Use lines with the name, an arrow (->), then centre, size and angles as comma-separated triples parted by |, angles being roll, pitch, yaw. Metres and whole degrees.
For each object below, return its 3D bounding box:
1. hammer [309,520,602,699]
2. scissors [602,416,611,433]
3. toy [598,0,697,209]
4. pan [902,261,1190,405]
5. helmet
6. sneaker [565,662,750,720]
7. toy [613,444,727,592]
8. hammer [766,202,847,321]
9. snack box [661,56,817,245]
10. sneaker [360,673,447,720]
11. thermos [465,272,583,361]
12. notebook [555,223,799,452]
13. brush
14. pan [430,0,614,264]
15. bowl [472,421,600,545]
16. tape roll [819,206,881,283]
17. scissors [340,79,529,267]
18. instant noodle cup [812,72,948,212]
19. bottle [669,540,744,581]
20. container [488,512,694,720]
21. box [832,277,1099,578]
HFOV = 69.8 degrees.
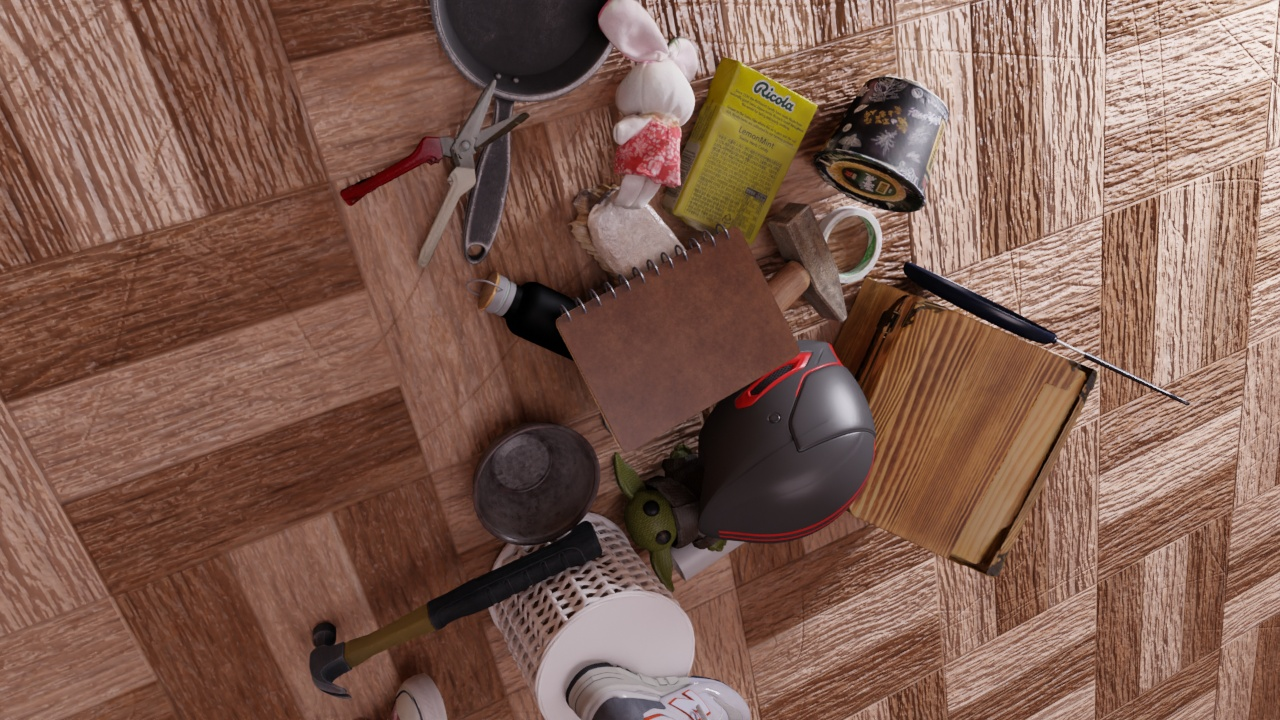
hammer -> -0.197, 0.262, 0.981 | 0.333, 0.118, 0.025 | -24, 118, -4
scissors -> -0.014, 0.016, 1.072 | 0.157, 0.012, 0.169 | 10, 103, -28
toy -> 0.010, -0.248, 0.921 | 0.158, 0.084, 0.194 | 2, 96, -55
pan -> 0.478, -0.032, 1.105 | 0.198, 0.356, 0.021 | -9, 126, -65
helmet -> 0.167, 0.108, 1.031 | 0.264, 0.170, 0.164 | -36, 150, -14
sneaker -> 0.041, 0.392, 0.950 | 0.239, 0.124, 0.089 | 22, 98, -30
toy -> 0.054, 0.175, 1.115 | 0.152, 0.078, 0.179 | -23, 93, -18
hammer -> 0.115, -0.027, 1.040 | 0.300, 0.037, 0.158 | -43, 123, -19
snack box -> 0.107, -0.227, 1.022 | 0.121, 0.045, 0.181 | 17, 104, -31
sneaker -> -0.291, 0.468, 1.056 | 0.087, 0.118, 0.241 | -1, 116, -43
thermos -> -0.081, -0.037, 0.989 | 0.231, 0.061, 0.061 | 25, 97, -26
notebook -> 0.040, -0.029, 0.971 | 0.225, 0.024, 0.167 | -29, 96, -14
brush -> 0.024, -0.085, 1.026 | 0.083, 0.057, 0.271 | -47, 122, -9
pan -> -0.128, -0.265, 0.895 | 0.187, 0.055, 0.358 | 6, 118, -27
bowl -> -0.124, 0.127, 1.029 | 0.144, 0.067, 0.145 | -8, 112, -22
tape roll -> 0.256, -0.143, 1.136 | 0.093, 0.018, 0.094 | -9, 112, -22
scissors -> -0.197, -0.177, 0.889 | 0.194, 0.015, 0.179 | -5, 117, -7
instant noodle cup -> 0.281, -0.250, 1.050 | 0.137, 0.137, 0.112 | 29, 84, -30
bottle -> 0.125, 0.209, 1.183 | 0.195, 0.052, 0.052 | -31, 118, -12
container -> -0.061, 0.298, 1.051 | 0.189, 0.187, 0.189 | -8, 112, -22
box -> 0.357, 0.078, 1.128 | 0.269, 0.263, 0.279 | 19, 101, -27
